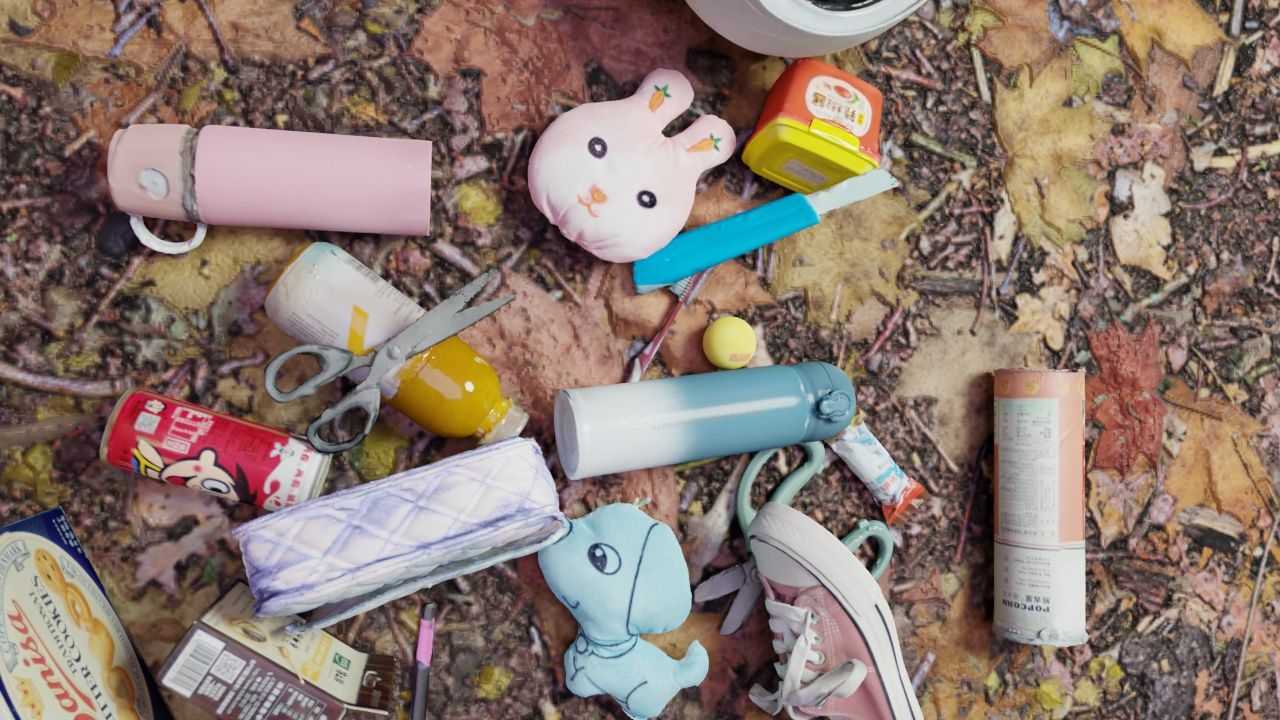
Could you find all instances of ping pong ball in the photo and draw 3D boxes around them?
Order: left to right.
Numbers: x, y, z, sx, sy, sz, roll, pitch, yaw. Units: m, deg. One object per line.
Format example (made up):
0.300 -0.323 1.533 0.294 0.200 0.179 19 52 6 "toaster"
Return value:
0.067 -0.013 0.695 0.040 0.040 0.040 0 89 -13 "ping pong ball"

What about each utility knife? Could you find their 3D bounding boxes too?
0.088 -0.098 0.675 0.205 0.018 0.034 -20 85 11 "utility knife"

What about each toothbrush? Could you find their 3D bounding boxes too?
-0.160 0.268 0.654 0.014 0.018 0.189 7 87 -22 "toothbrush"
-0.004 0.004 0.692 0.017 0.016 0.187 31 83 -3 "toothbrush"

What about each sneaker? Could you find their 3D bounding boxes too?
0.130 0.216 0.666 0.087 0.118 0.241 -37 113 -26 "sneaker"

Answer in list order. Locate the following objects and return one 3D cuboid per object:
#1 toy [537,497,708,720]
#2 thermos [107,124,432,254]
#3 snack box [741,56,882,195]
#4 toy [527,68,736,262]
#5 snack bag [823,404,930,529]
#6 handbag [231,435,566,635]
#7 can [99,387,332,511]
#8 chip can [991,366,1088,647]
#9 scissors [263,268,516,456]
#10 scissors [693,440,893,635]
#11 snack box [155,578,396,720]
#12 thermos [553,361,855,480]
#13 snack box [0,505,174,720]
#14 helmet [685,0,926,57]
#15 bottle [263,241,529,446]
-0.012 0.176 0.670 0.161 0.050 0.156 26 92 -6 "toy"
-0.242 -0.112 0.618 0.198 0.067 0.087 0 116 -13 "thermos"
0.133 -0.175 0.696 0.091 0.082 0.080 20 71 -13 "snack box"
-0.004 -0.148 0.676 0.121 0.054 0.159 44 74 -3 "toy"
0.185 0.082 0.728 0.048 0.026 0.104 -40 98 -23 "snack bag"
-0.147 0.113 0.587 0.194 0.134 0.075 -17 79 -5 "handbag"
-0.278 0.063 0.610 0.132 0.053 0.053 19 85 -12 "can"
0.319 0.112 0.735 0.071 0.071 0.214 0 89 -13 "chip can"
-0.164 -0.008 0.583 0.150 0.014 0.171 20 111 -5 "scissors"
0.109 0.130 0.715 0.174 0.019 0.176 -17 94 -11 "scissors"
-0.227 0.197 0.589 0.125 0.113 0.053 36 83 -10 "snack box"
0.050 0.039 0.666 0.220 0.070 0.070 -7 91 -18 "thermos"
-0.344 0.185 0.527 0.045 0.183 0.178 -26 95 -13 "snack box"
0.104 -0.331 0.654 0.228 0.146 0.258 -19 84 -14 "helmet"
-0.162 -0.003 0.629 0.189 0.068 0.068 37 82 -10 "bottle"
